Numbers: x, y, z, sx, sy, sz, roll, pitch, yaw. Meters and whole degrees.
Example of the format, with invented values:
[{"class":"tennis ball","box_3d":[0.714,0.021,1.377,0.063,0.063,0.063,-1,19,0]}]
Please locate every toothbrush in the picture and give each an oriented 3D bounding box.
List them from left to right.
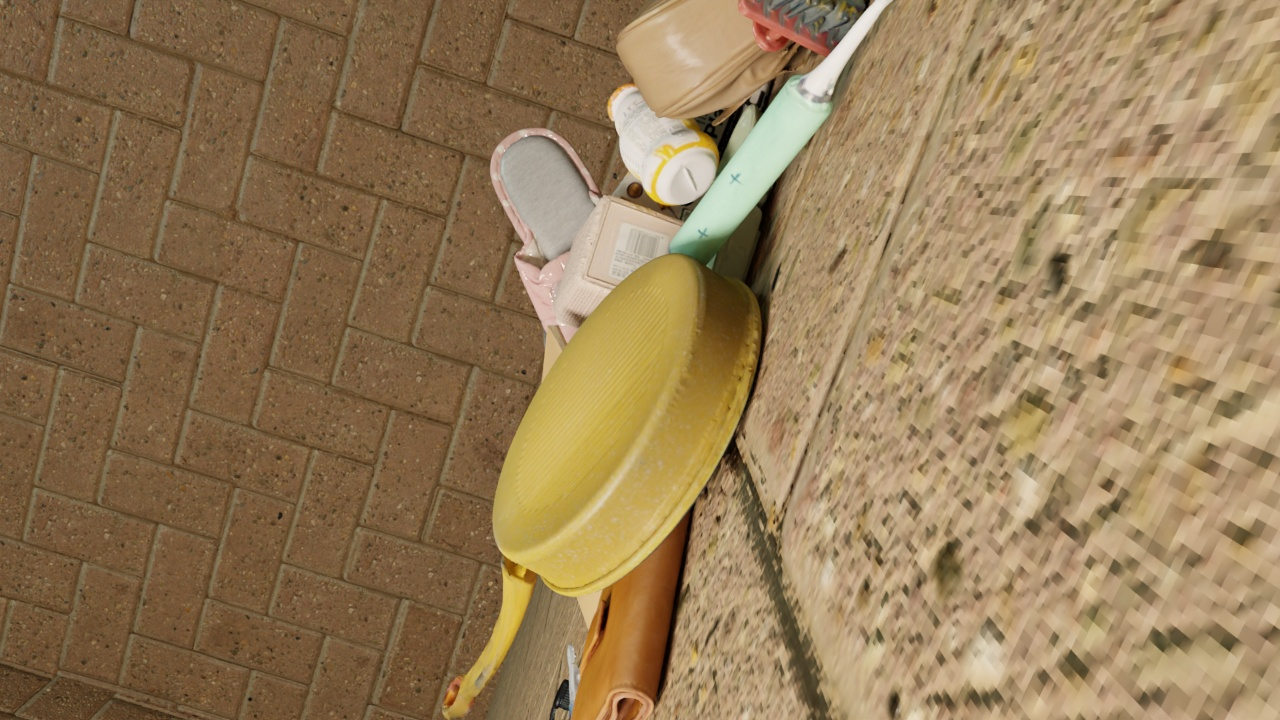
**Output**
[{"class":"toothbrush","box_3d":[-0.076,0.326,0.766,0.014,0.018,0.190,-76,2,-57]},{"class":"toothbrush","box_3d":[0.069,-0.113,0.462,0.026,0.027,0.225,-25,-14,-34]}]

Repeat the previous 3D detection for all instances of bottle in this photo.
[{"class":"bottle","box_3d":[0.013,-0.171,0.709,0.108,0.063,0.063,57,143,32]}]

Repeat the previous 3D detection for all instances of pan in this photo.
[{"class":"pan","box_3d":[-0.047,0.095,0.541,0.358,0.078,0.197,-49,21,22]}]

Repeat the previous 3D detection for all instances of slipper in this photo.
[{"class":"slipper","box_3d":[-0.054,-0.091,0.834,0.054,0.114,0.274,108,137,-83]}]

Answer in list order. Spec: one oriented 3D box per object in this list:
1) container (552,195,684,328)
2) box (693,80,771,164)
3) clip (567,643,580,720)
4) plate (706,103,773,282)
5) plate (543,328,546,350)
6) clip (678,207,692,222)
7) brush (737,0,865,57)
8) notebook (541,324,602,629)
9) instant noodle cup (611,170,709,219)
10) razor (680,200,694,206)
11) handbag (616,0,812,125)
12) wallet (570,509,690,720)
[{"class":"container","box_3d":[-0.014,-0.072,0.747,0.111,0.090,0.089,140,148,-75]},{"class":"box","box_3d":[0.062,-0.216,0.771,0.075,0.085,0.162,-153,84,-82]},{"class":"clip","box_3d":[-0.047,0.237,0.672,0.024,0.028,0.056,113,164,-66]},{"class":"plate","box_3d":[0.051,-0.068,0.658,0.230,0.027,0.230,-164,93,-86]},{"class":"plate","box_3d":[-0.042,-0.010,1.016,0.024,0.179,0.179,-13,45,33]},{"class":"clip","box_3d":[0.046,-0.094,0.812,0.098,0.035,0.099,114,169,-71]},{"class":"brush","box_3d":[0.101,-0.240,0.490,0.145,0.063,0.069,-71,17,-3]},{"class":"notebook","box_3d":[-0.047,0.090,0.680,0.211,0.012,0.150,-121,36,-51]},{"class":"instant noodle cup","box_3d":[0.026,-0.164,0.920,0.124,0.116,0.116,-60,4,3]},{"class":"razor","box_3d":[0.074,-0.194,0.822,0.142,0.022,0.043,-60,-7,-16]},{"class":"handbag","box_3d":[0.062,-0.228,0.631,0.148,0.100,0.204,-29,18,18]},{"class":"wallet","box_3d":[-0.007,0.145,0.493,0.130,0.035,0.119,-75,11,-47]}]
